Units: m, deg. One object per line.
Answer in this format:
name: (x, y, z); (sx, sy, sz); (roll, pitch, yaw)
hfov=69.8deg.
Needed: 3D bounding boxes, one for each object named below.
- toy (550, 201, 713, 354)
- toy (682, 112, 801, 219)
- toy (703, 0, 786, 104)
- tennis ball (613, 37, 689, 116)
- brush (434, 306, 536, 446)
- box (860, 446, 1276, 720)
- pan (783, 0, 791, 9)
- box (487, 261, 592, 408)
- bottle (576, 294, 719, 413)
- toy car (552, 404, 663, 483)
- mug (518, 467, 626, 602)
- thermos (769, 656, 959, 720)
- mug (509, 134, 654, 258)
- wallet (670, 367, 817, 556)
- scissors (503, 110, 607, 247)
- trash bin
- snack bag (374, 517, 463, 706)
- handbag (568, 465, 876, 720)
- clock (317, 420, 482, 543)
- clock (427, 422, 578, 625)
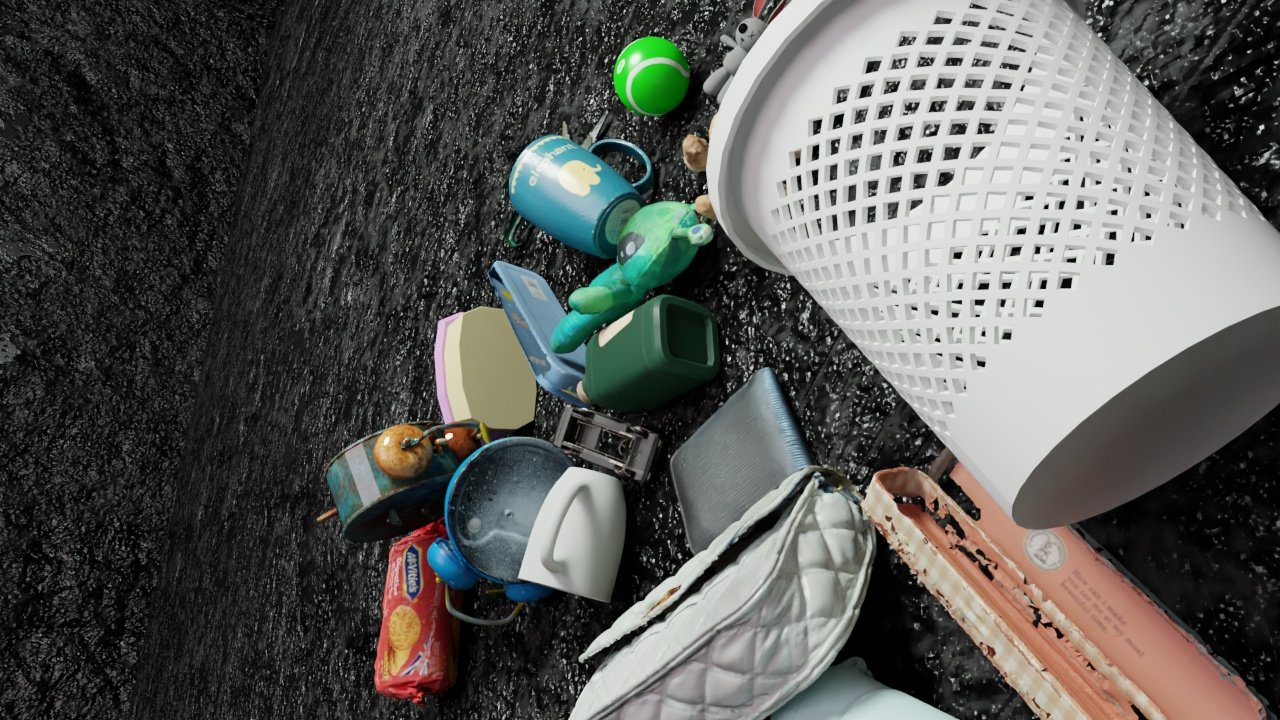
toy: (-0.002, -0.066, 0.725); (0.194, 0.072, 0.130); (-40, 9, 40)
toy: (0.076, -0.150, 0.658); (0.085, 0.074, 0.105); (-9, 35, 12)
toy: (0.088, -0.250, 0.709); (0.049, 0.030, 0.112); (46, 120, 22)
tennis ball: (0.010, -0.243, 0.788); (0.066, 0.065, 0.065); (-29, 53, 47)
brush: (-0.141, 0.061, 0.864); (0.043, 0.089, 0.228); (-21, 71, 45)
box: (0.177, 0.104, 0.406); (0.187, 0.085, 0.048); (-127, 28, -49)
pan: (0.184, -0.408, 0.629); (0.178, 0.041, 0.357); (37, 106, 55)
box: (-0.093, -0.027, 0.841); (0.037, 0.065, 0.209); (-57, 37, 17)
bottle: (-0.004, 0.004, 0.700); (0.132, 0.061, 0.061); (-29, 55, 47)
toy car: (-0.025, 0.064, 0.716); (0.092, 0.037, 0.040); (17, 89, 32)
mug: (-0.049, 0.125, 0.680); (0.071, 0.107, 0.089); (11, 74, 15)
thermos: (0.142, 0.194, 0.397); (0.077, 0.065, 0.207); (-45, 26, -22)
mug: (-0.040, -0.149, 0.804); (0.112, 0.084, 0.104); (-44, 57, -14)
wallet: (0.062, 0.071, 0.605); (0.115, 0.026, 0.089); (-50, 38, 31)
scissors: (-0.081, -0.154, 0.928); (0.202, 0.015, 0.201); (-50, 39, 34)
trash bin: (0.158, -0.049, 0.393); (0.196, 0.195, 0.199); (-50, 49, 30)
snack bag: (-0.211, 0.241, 0.882); (0.083, 0.082, 0.176); (-30, 51, 46)
handbag: (0.041, 0.149, 0.522); (0.195, 0.072, 0.138); (-47, -1, 32)
clock: (-0.195, 0.101, 0.790); (0.158, 0.121, 0.073); (-40, 66, 31)
clock: (-0.110, 0.137, 0.748); (0.060, 0.116, 0.161); (-1, 70, 67)
